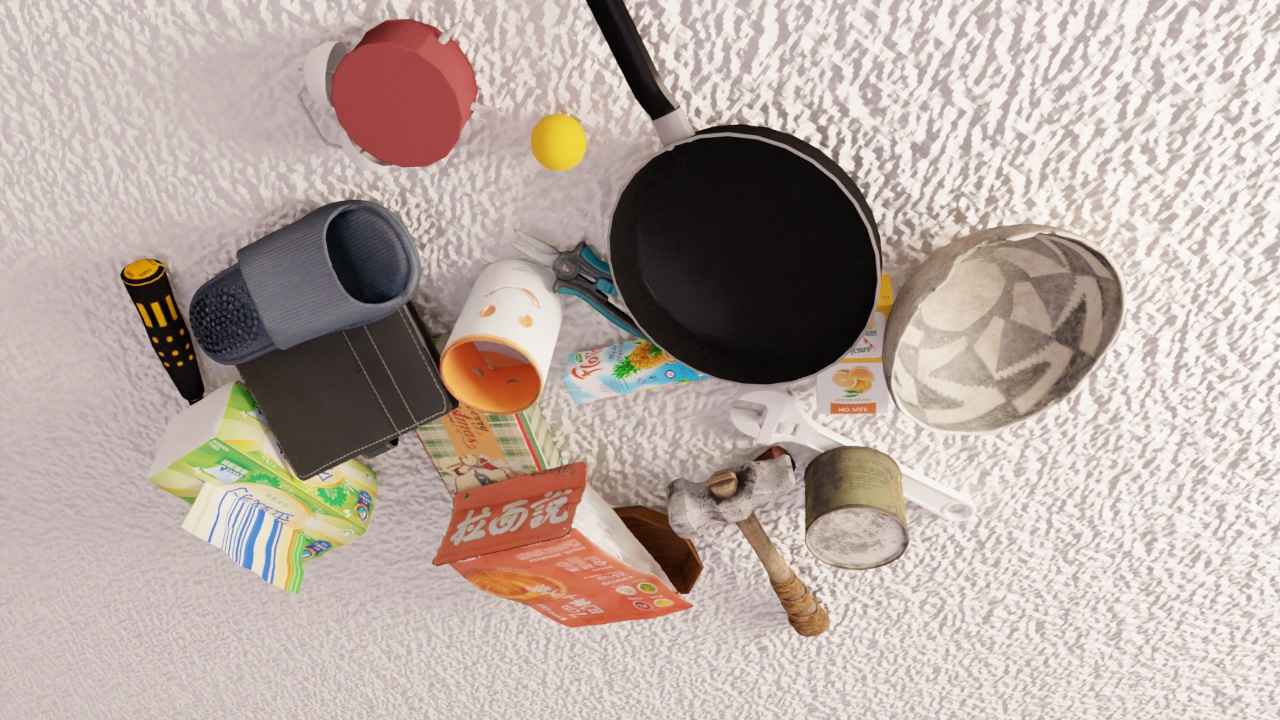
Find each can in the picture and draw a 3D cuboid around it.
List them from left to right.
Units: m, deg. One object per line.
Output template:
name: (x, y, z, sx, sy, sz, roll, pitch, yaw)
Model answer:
can: (0.194, 0.133, 0.830, 0.090, 0.074, 0.090, 5, 133, 5)

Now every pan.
pan: (0.041, -0.136, 0.649, 0.205, 0.043, 0.356, -15, 115, 33)

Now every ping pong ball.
ping pong ball: (-0.059, -0.157, 0.660, 0.040, 0.040, 0.040, 5, 132, 5)

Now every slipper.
slipper: (-0.298, -0.056, 0.745, 0.264, 0.082, 0.101, -17, 95, 28)

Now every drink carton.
drink carton: (-0.005, 0.005, 0.793, 0.129, 0.044, 0.039, -12, 128, 17)
drink carton: (0.173, -0.008, 0.752, 0.058, 0.040, 0.123, -1, 131, 11)

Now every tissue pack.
tissue pack: (-0.365, 0.138, 0.887, 0.120, 0.141, 0.197, -33, 129, 25)

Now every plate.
plate: (0.002, 0.188, 0.918, 0.131, 0.025, 0.131, 10, 133, 11)

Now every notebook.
notebook: (-0.267, 0.008, 0.810, 0.210, 0.029, 0.169, -23, 97, 31)

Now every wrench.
wrench: (0.202, 0.090, 0.852, 0.273, 0.018, 0.066, 27, 130, -15)

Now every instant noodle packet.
instant noodle packet: (-0.067, 0.208, 0.900, 0.165, 0.083, 0.221, -18, 130, 28)

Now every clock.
clock: (-0.175, -0.186, 0.648, 0.138, 0.048, 0.096, -9, 129, 17)

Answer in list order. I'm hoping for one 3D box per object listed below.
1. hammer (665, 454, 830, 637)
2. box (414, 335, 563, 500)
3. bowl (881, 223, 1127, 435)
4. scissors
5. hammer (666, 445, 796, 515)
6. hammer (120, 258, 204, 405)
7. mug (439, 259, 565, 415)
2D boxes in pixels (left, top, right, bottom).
hammer: (0.135, 0.203, 0.925, 0.122, 0.048, 0.319, -19, 135, 14)
box: (-0.151, 0.066, 0.870, 0.118, 0.050, 0.206, -5, 129, 13)
bowl: (0.257, -0.033, 0.684, 0.178, 0.081, 0.179, -5, 127, -7)
scissors: (-0.032, -0.066, 0.748, 0.144, 0.019, 0.126, -10, 114, 2)
hammer: (0.037, 0.167, 0.941, 0.111, 0.028, 0.302, 36, 127, -22)
hammer: (-0.436, 0.034, 0.902, 0.123, 0.036, 0.321, 6, 134, 1)
mug: (-0.109, -0.020, 0.747, 0.082, 0.105, 0.082, 5, 132, 5)
